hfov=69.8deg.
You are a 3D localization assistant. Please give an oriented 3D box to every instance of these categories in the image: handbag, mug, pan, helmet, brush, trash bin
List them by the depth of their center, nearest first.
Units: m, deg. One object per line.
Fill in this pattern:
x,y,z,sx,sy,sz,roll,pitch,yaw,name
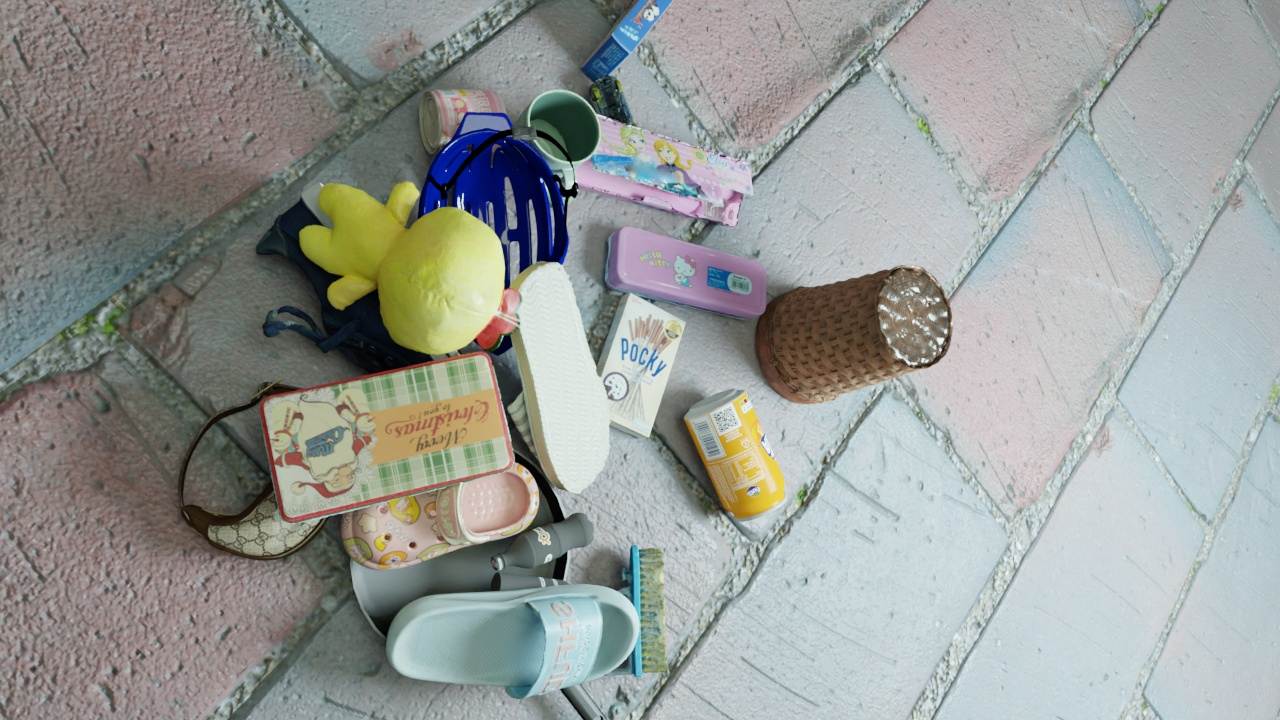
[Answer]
-0.340,0.097,0.842,0.138,0.063,0.166,32,69,-10,handbag
-0.135,-0.132,0.893,0.147,0.228,0.241,-5,87,-21,helmet
-0.143,0.244,0.936,0.224,0.034,0.356,-40,101,-28,pan
-0.011,0.270,0.995,0.075,0.055,0.135,1,80,-7,brush
-0.099,-0.221,0.998,0.084,0.104,0.111,-13,87,-30,mug
0.259,-0.033,1.102,0.151,0.211,0.151,5,79,-29,trash bin

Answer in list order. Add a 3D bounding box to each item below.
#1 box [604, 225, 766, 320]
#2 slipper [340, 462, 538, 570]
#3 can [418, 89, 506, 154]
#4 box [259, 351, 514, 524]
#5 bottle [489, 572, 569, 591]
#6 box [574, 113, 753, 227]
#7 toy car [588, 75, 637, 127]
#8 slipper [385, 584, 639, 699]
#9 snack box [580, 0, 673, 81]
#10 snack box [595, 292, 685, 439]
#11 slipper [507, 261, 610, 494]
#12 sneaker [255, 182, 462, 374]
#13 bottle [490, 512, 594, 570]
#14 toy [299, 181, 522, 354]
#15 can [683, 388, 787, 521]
0.057,-0.102,1.105,0.214,0.036,0.076,11,73,-27,box
-0.180,0.138,0.870,0.196,0.082,0.093,-9,84,-31,slipper
-0.188,-0.254,0.976,0.076,0.067,0.067,-10,86,-29,can
-0.223,0.067,0.816,0.205,0.050,0.117,-11,85,-16,box
-0.094,0.236,0.927,0.113,0.030,0.030,14,75,-26,bottle
0.033,-0.220,1.076,0.230,0.077,0.084,11,96,-27,box
-0.032,-0.291,1.089,0.038,0.027,0.090,-30,113,-21,toy car
-0.115,0.272,0.870,0.245,0.074,0.104,7,104,-23,slipper
-0.005,-0.404,1.090,0.034,0.087,0.151,40,65,-16,snack box
-0.006,0.006,1.056,0.082,0.026,0.149,26,71,-22,snack box
-0.087,0.022,0.928,0.114,0.054,0.273,-52,143,-40,slipper
-0.261,-0.021,0.891,0.127,0.121,0.294,-40,100,-5,sneaker
-0.099,0.187,0.929,0.109,0.036,0.036,-16,90,-31,bottle
-0.204,-0.082,0.811,0.208,0.092,0.134,29,98,12,toy
0.112,0.109,1.073,0.079,0.079,0.142,-26,95,-30,can
